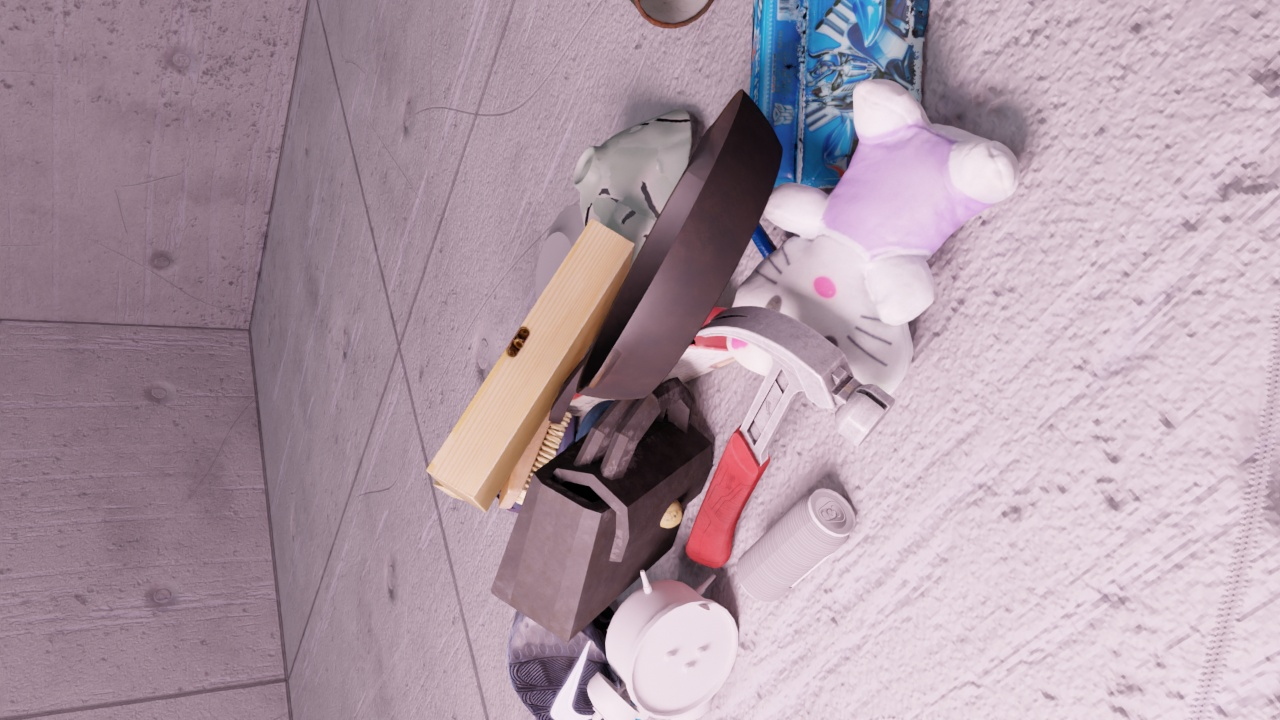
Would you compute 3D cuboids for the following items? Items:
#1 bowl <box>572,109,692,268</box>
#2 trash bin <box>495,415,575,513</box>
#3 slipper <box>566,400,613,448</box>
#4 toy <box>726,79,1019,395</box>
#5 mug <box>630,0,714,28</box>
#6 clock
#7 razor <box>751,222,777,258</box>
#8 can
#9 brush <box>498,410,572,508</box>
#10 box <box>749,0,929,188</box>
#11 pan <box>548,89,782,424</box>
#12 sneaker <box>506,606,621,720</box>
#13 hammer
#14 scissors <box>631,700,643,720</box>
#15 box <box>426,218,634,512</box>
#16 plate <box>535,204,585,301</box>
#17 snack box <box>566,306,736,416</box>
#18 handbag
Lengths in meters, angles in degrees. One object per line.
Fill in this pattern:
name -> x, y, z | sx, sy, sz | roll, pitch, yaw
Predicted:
bowl -> -0.024, -0.171, 0.865 | 0.175, 0.068, 0.173 | -45, 35, 43
trash bin -> -0.117, 0.085, 1.038 | 0.094, 0.092, 0.161 | 23, 112, 58
slipper -> -0.054, 0.125, 0.915 | 0.059, 0.103, 0.214 | 27, 127, 22
toy -> 0.142, -0.067, 0.599 | 0.137, 0.085, 0.210 | 40, 118, 23
mug -> 0.029, -0.366, 0.827 | 0.111, 0.085, 0.081 | -40, 46, 12
clock -> 0.020, 0.259, 0.770 | 0.061, 0.119, 0.159 | 27, 103, 56
razor -> 0.100, -0.082, 0.709 | 0.044, 0.018, 0.141 | -32, 85, 56
can -> 0.114, 0.139, 0.684 | 0.107, 0.044, 0.044 | -56, 43, 42
brush -> -0.103, 0.091, 0.896 | 0.049, 0.039, 0.116 | -54, 11, 56
box -> 0.122, -0.240, 0.662 | 0.167, 0.075, 0.243 | 5, 93, 59
pan -> 0.004, -0.037, 0.673 | 0.357, 0.043, 0.248 | -53, 11, 51
sneaker -> -0.060, 0.270, 0.883 | 0.150, 0.097, 0.253 | -84, -8, -51
hammer -> 0.073, 0.077, 0.674 | 0.126, 0.036, 0.317 | 40, 149, 17
scissors -> -0.005, 0.332, 0.906 | 0.073, 0.016, 0.134 | 18, 103, 60
box -> -0.106, 0.016, 0.846 | 0.246, 0.076, 0.257 | -58, 10, -14
plate -> -0.091, -0.094, 1.065 | 0.173, 0.019, 0.172 | -5, 84, 59
snack box -> -0.005, 0.005, 0.861 | 0.274, 0.076, 0.044 | -27, 62, 57
handbag -> -0.008, 0.104, 0.770 | 0.102, 0.196, 0.200 | 26, 116, 21
